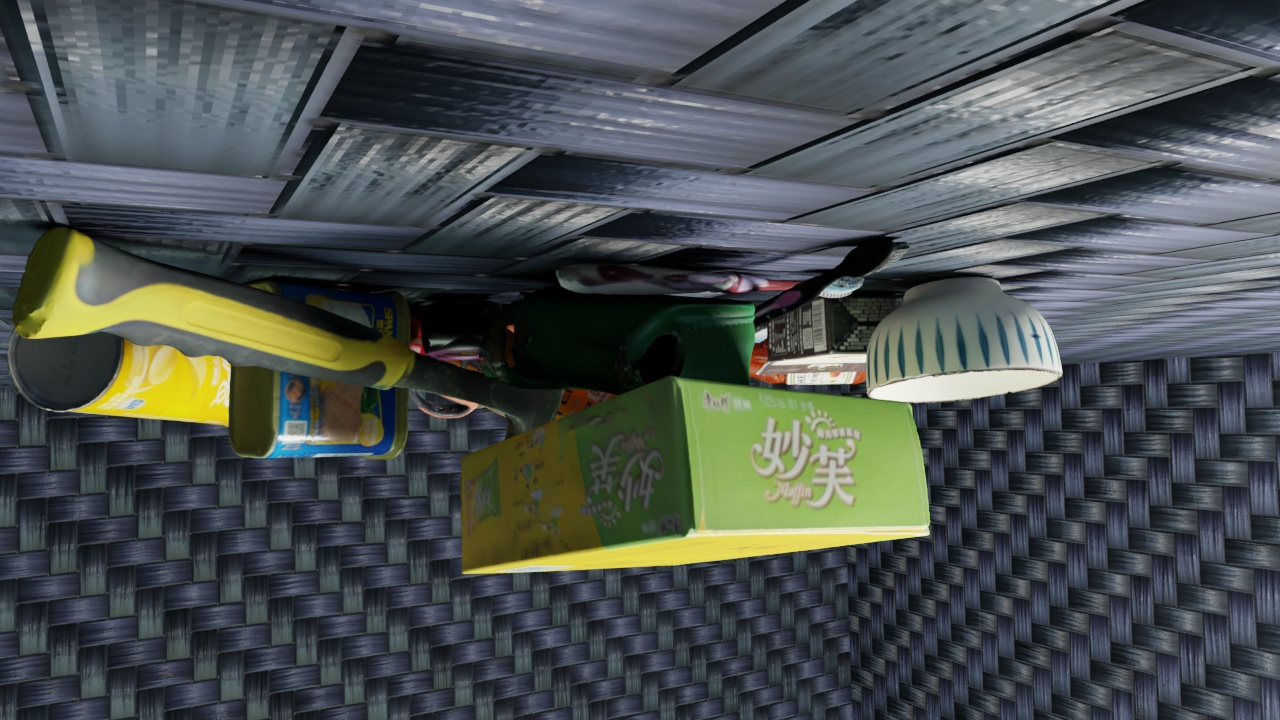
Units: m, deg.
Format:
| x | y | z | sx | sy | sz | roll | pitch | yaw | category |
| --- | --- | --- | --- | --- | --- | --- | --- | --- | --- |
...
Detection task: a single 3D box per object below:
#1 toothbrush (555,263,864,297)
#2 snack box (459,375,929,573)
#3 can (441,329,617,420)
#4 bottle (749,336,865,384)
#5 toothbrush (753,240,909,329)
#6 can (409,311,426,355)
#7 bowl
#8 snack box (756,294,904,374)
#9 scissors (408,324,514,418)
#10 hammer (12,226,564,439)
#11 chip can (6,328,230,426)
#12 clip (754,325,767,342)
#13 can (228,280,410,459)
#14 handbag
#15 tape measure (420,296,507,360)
| x | y | z | sx | sy | sz | roll | pitch | yaw | category |
| --- | --- | --- | --- | --- | --- | --- | --- | --- | --- |
| 0.043 | -0.043 | 0.492 | 0.187 | 0.016 | 0.017 | 0 | 170 | -27 | toothbrush |
| 0.018 | 0.070 | 0.487 | 0.157 | 0.070 | 0.211 | 7 | 161 | -35 | snack box |
| -0.074 | 0.019 | 0.652 | 0.146 | 0.058 | 0.058 | 25 | -174 | 18 | can |
| 0.122 | -0.005 | 0.901 | 0.206 | 0.059 | 0.060 | 0 | 177 | -9 | bottle |
| 0.080 | -0.031 | 0.497 | 0.017 | 0.014 | 0.190 | -10 | 171 | -25 | toothbrush |
| -0.176 | -0.011 | 0.646 | 0.053 | 0.053 | 0.132 | -2 | 177 | 6 | can |
| 0.200 | -0.014 | 0.582 | 0.116 | 0.066 | 0.116 | -3 | 169 | -1 | bowl |
| 0.162 | -0.018 | 0.693 | 0.113 | 0.053 | 0.126 | -1 | 178 | -17 | snack box |
| -0.186 | 0.007 | 0.788 | 0.225 | 0.015 | 0.189 | -9 | 152 | -23 | scissors |
| -0.140 | -0.004 | 0.472 | 0.032 | 0.126 | 0.323 | 20 | 179 | 33 | hammer |
| -0.322 | 0.007 | 0.625 | 0.072 | 0.072 | 0.213 | -2 | 174 | 4 | chip can |
| 0.107 | -0.031 | 0.792 | 0.026 | 0.043 | 0.058 | 1 | 173 | -26 | clip |
| -0.184 | 0.007 | 0.527 | 0.057 | 0.102 | 0.083 | -3 | 175 | 41 | can |
| -0.009 | -0.004 | 0.513 | 0.131 | 0.068 | 0.120 | 10 | -170 | 41 | handbag |
| -0.117 | -0.022 | 0.609 | 0.057 | 0.039 | 0.058 | -1 | 173 | -13 | tape measure |
